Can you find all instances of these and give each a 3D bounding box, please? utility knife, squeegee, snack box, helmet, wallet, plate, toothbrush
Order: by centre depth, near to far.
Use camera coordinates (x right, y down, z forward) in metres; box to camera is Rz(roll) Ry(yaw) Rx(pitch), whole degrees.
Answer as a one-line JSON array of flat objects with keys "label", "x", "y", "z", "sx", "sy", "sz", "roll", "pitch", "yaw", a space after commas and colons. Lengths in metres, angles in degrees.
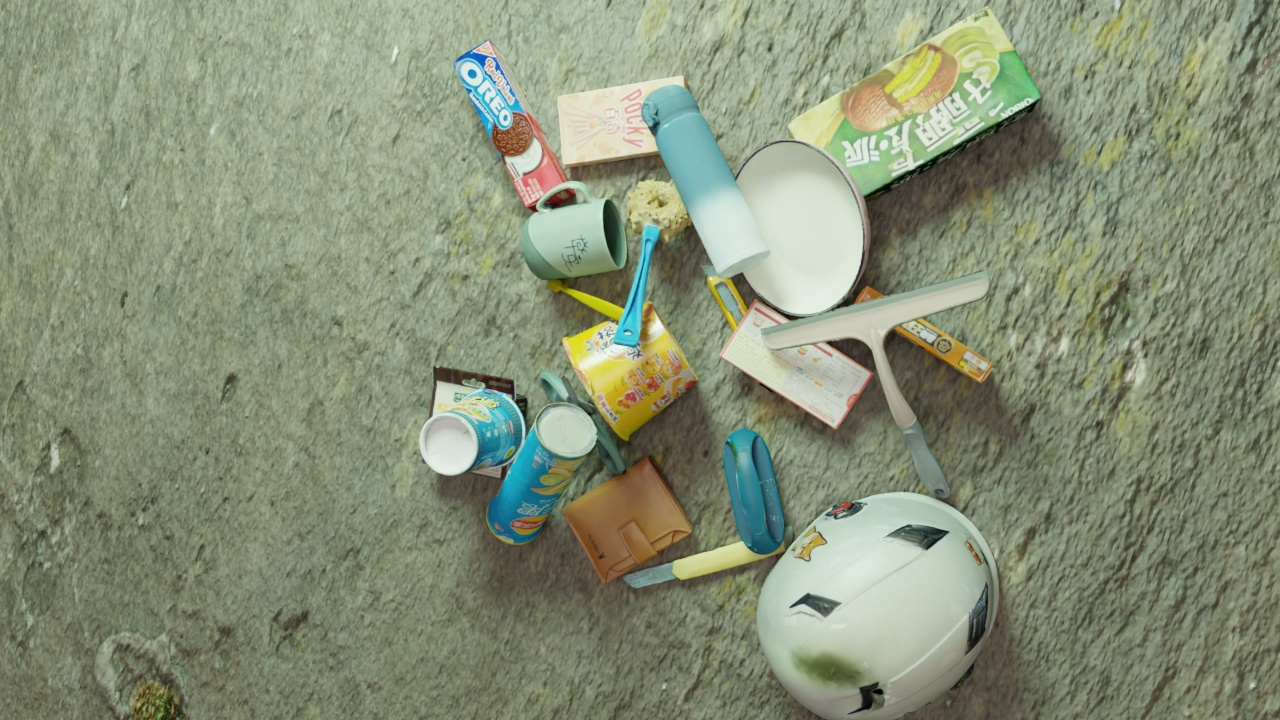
[{"label": "helmet", "x": 0.247, "y": 0.270, "z": 0.965, "sx": 0.274, "sy": 0.156, "sz": 0.230, "roll": -35, "pitch": 83, "yaw": 13}, {"label": "squeegee", "x": 0.279, "y": 0.052, "z": 0.968, "sx": 0.248, "sy": 0.040, "sz": 0.249, "roll": -16, "pitch": 111, "yaw": 33}, {"label": "snack box", "x": 0.302, "y": -0.028, "z": 0.986, "sx": 0.154, "sy": 0.075, "sz": 0.026, "roll": 34, "pitch": 98, "yaw": 12}, {"label": "snack box", "x": 0.291, "y": -0.263, "z": 0.991, "sx": 0.240, "sy": 0.063, "sz": 0.114, "roll": -28, "pitch": 84, "yaw": 14}, {"label": "plate", "x": 0.175, "y": -0.144, "z": 0.996, "sx": 0.192, "sy": 0.038, "sz": 0.193, "roll": 26, "pitch": 125, "yaw": 44}, {"label": "snack box", "x": 0.174, "y": 0.004, "z": 1.034, "sx": 0.156, "sy": 0.027, "sz": 0.077, "roll": 33, "pitch": 97, "yaw": 4}, {"label": "toothbrush", "x": -0.054, "y": -0.068, "z": 1.053, "sx": 0.190, "sy": 0.016, "sz": 0.016, "roll": 27, "pitch": 109, "yaw": 51}, {"label": "utility knife", "x": 0.117, "y": -0.040, "z": 1.065, "sx": 0.033, "sy": 0.015, "sz": 0.170, "roll": -29, "pitch": 84, "yaw": 10}, {"label": "utility knife", "x": 0.080, "y": 0.235, "z": 1.079, "sx": 0.212, "sy": 0.022, "sz": 0.031, "roll": -18, "pitch": 85, "yaw": 8}, {"label": "snack box", "x": -0.019, "y": -0.283, "z": 1.092, "sx": 0.157, "sy": 0.026, "sz": 0.084, "roll": -5, "pitch": 90, "yaw": 15}, {"label": "wallet", "x": -0.016, "y": 0.191, "z": 1.099, "sx": 0.132, "sy": 0.031, "sz": 0.108, "roll": -33, "pitch": 81, "yaw": 14}, {"label": "snack box", "x": -0.153, "y": -0.281, "z": 1.112, "sx": 0.057, "sy": 0.058, "sz": 0.207, "roll": -28, "pitch": 84, "yaw": 10}, {"label": "snack box", "x": -0.204, "y": 0.076, "z": 1.133, "sx": 0.113, "sy": 0.053, "sz": 0.125, "roll": 10, "pitch": 92, "yaw": 14}]

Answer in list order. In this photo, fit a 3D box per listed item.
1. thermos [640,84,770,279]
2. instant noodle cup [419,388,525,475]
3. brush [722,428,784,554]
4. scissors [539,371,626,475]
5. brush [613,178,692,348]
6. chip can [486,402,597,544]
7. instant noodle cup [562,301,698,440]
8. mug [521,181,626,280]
[{"label": "thermos", "x": 0.068, "y": -0.200, "z": 1.017, "sx": 0.070, "sy": 0.070, "sz": 0.220, "roll": -27, "pitch": 82, "yaw": 13}, {"label": "instant noodle cup", "x": -0.198, "y": 0.087, "z": 1.053, "sx": 0.099, "sy": 0.109, "sz": 0.099, "roll": 2, "pitch": 96, "yaw": 15}, {"label": "brush", "x": 0.127, "y": 0.148, "z": 1.034, "sx": 0.055, "sy": 0.073, "sz": 0.143, "roll": -12, "pitch": 82, "yaw": 11}, {"label": "scissors", "x": -0.060, "y": 0.074, "z": 1.059, "sx": 0.019, "sy": 0.170, "sz": 0.181, "roll": -38, "pitch": 102, "yaw": -15}, {"label": "brush", "x": 0.008, "y": -0.112, "z": 1.010, "sx": 0.083, "sy": 0.046, "sz": 0.254, "roll": 11, "pitch": 54, "yaw": 4}, {"label": "chip can", "x": -0.117, "y": 0.133, "z": 1.044, "sx": 0.071, "sy": 0.071, "sz": 0.211, "roll": 43, "pitch": 138, "yaw": 10}, {"label": "instant noodle cup", "x": -0.006, "y": 0.006, "z": 1.043, "sx": 0.110, "sy": 0.138, "sz": 0.138, "roll": -31, "pitch": 83, "yaw": 5}, {"label": "mug", "x": -0.083, "y": -0.152, "z": 1.074, "sx": 0.106, "sy": 0.082, "sz": 0.112, "roll": -7, "pitch": 118, "yaw": 18}]
